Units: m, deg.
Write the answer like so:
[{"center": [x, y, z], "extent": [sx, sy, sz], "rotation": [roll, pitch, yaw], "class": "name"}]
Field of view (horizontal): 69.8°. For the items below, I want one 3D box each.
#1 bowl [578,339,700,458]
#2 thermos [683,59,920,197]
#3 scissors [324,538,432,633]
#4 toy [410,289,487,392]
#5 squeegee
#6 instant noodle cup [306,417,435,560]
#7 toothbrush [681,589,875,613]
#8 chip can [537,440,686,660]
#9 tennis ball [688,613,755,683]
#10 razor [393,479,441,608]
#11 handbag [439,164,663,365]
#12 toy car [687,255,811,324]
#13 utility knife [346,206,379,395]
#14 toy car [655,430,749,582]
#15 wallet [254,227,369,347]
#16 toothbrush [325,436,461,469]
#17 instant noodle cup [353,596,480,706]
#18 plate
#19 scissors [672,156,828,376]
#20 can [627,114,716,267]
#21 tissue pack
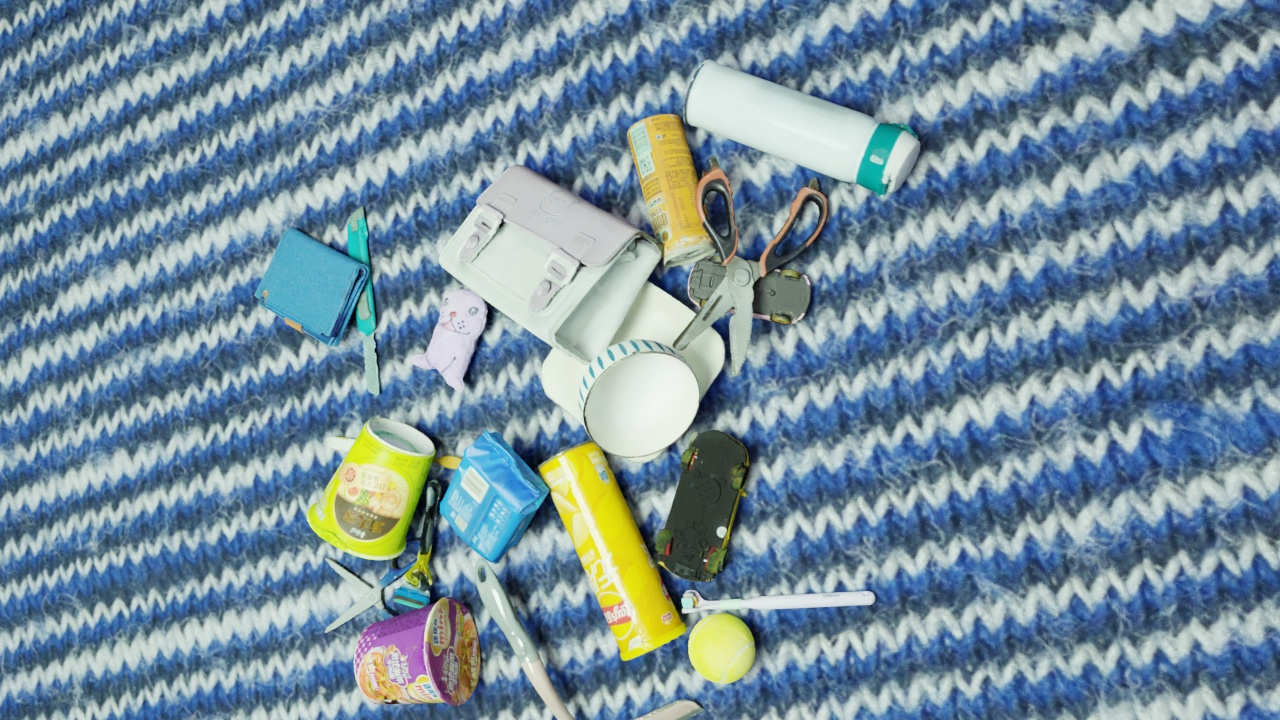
[{"center": [-0.008, 0.028, 0.883], "extent": [0.116, 0.116, 0.066], "rotation": [-49, 33, 10], "class": "bowl"}, {"center": [0.156, -0.226, 0.888], "extent": [0.224, 0.073, 0.073], "rotation": [25, 95, 17], "class": "thermos"}, {"center": [-0.293, 0.273, 1.043], "extent": [0.173, 0.012, 0.162], "rotation": [-38, 78, 12], "class": "scissors"}, {"center": [-0.206, -0.029, 1.015], "extent": [0.084, 0.039, 0.108], "rotation": [24, 97, 27], "class": "toy"}, {"center": [-0.107, 0.316, 0.947], "extent": [0.248, 0.040, 0.249], "rotation": [-34, 86, 15], "class": "squeegee"}, {"center": [-0.282, 0.132, 0.989], "extent": [0.112, 0.111, 0.123], "rotation": [30, 101, 17], "class": "instant noodle cup"}, {"center": [0.133, 0.235, 0.900], "extent": [0.189, 0.029, 0.021], "rotation": [-6, 126, 17], "class": "toothbrush"}, {"center": [-0.030, 0.190, 0.930], "extent": [0.072, 0.072, 0.213], "rotation": [-29, 78, 15], "class": "chip can"}, {"center": [0.079, 0.279, 0.891], "extent": [0.065, 0.065, 0.065], "rotation": [-1, 87, 18], "class": "tennis ball"}, {"center": [-0.238, 0.201, 1.011], "extent": [0.043, 0.022, 0.142], "rotation": [11, 92, 11], "class": "razor"}, {"center": [-0.094, -0.105, 0.931], "extent": [0.197, 0.098, 0.145], "rotation": [33, 86, 34], "class": "handbag"}, {"center": [0.108, -0.069, 0.913], "extent": [0.122, 0.037, 0.056], "rotation": [12, 89, 6], "class": "toy car"}, {"center": [-0.321, -0.069, 1.067], "extent": [0.029, 0.013, 0.223], "rotation": [-10, 84, 21], "class": "utility knife"}, {"center": [0.065, 0.145, 0.914], "extent": [0.071, 0.041, 0.156], "rotation": [16, 94, 18], "class": "toy car"}, {"center": [-0.385, -0.086, 1.075], "extent": [0.133, 0.040, 0.106], "rotation": [26, 94, 27], "class": "wallet"}, {"center": [-0.280, 0.105, 1.047], "extent": [0.192, 0.018, 0.016], "rotation": [6, 87, 21], "class": "toothbrush"}, {"center": [-0.238, 0.314, 0.968], "extent": [0.099, 0.111, 0.111], "rotation": [-15, 83, 14], "class": "instant noodle cup"}, {"center": [-0.006, 0.006, 0.948], "extent": [0.164, 0.034, 0.164], "rotation": [38, 99, 17], "class": "plate"}, {"center": [0.103, -0.099, 0.886], "extent": [0.189, 0.015, 0.227], "rotation": [-15, 81, -8], "class": "scissors"}, {"center": [0.032, -0.173, 0.930], "extent": [0.058, 0.058, 0.146], "rotation": [-17, 82, 17], "class": "can"}, {"center": [-0.155, 0.146, 0.962], "extent": [0.095, 0.052, 0.158], "rotation": [45, 135, 13], "class": "tissue pack"}]
